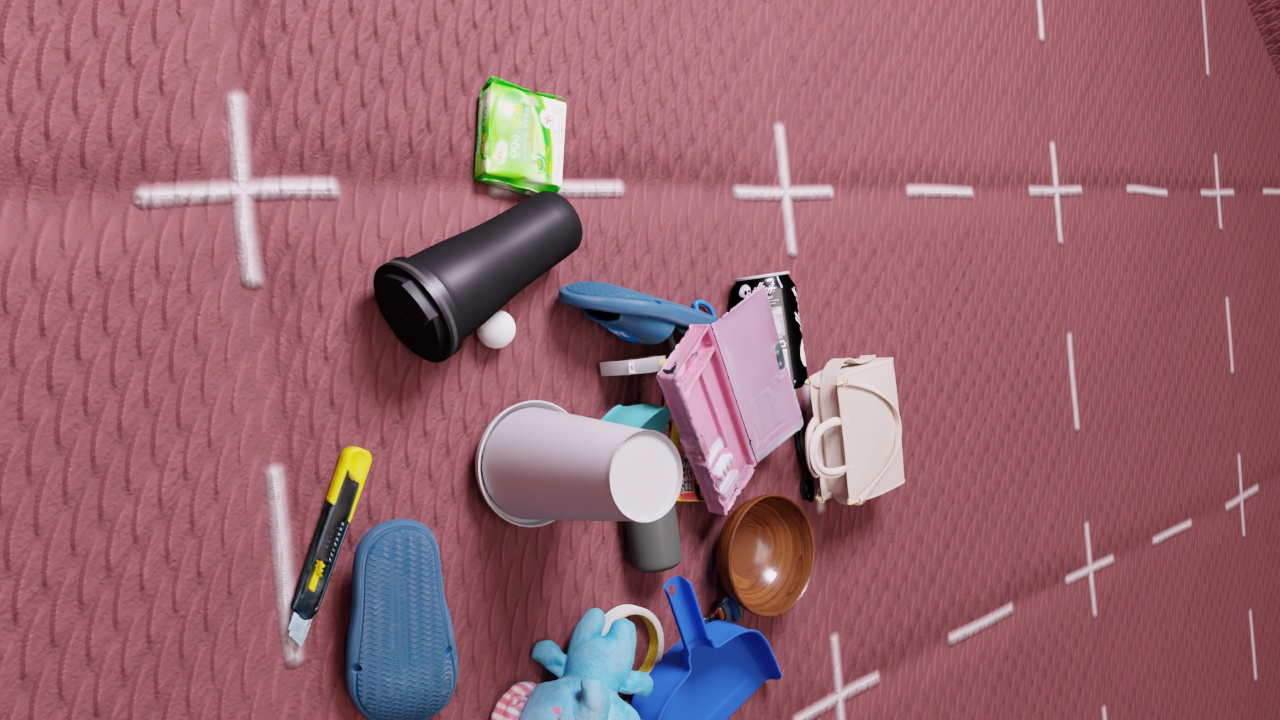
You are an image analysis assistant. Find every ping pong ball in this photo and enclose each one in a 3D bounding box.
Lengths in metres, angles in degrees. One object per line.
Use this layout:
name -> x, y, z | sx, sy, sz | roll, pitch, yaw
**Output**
ping pong ball -> -0.149, -0.033, 0.948 | 0.040, 0.040, 0.040 | 2, 87, -37

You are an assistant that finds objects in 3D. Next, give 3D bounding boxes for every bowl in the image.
bowl -> 0.141, 0.238, 1.139 | 0.147, 0.069, 0.147 | 2, 86, -37
bowl -> -0.021, 0.085, 1.021 | 0.046, 0.121, 0.120 | 39, 58, 15

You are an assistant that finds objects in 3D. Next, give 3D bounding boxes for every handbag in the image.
handbag -> 0.266, 0.096, 1.199 | 0.197, 0.101, 0.194 | -14, 99, -51

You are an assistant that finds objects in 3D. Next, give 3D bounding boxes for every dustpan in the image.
dustpan -> 0.060, 0.355, 1.058 | 0.244, 0.060, 0.258 | -32, 115, -33

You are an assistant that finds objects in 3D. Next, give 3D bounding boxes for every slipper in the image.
slipper -> 0.007, -0.045, 1.029 | 0.213, 0.104, 0.059 | 12, 93, -34
slipper -> -0.231, 0.249, 0.867 | 0.103, 0.059, 0.214 | -9, 105, -27

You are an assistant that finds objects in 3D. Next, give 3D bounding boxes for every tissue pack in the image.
tissue pack -> -0.126, -0.234, 0.978 | 0.099, 0.034, 0.114 | 6, 83, -35

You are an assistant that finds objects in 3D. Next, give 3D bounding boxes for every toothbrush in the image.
toothbrush -> 0.212, 0.098, 1.236 | 0.014, 0.017, 0.188 | -10, 91, -41

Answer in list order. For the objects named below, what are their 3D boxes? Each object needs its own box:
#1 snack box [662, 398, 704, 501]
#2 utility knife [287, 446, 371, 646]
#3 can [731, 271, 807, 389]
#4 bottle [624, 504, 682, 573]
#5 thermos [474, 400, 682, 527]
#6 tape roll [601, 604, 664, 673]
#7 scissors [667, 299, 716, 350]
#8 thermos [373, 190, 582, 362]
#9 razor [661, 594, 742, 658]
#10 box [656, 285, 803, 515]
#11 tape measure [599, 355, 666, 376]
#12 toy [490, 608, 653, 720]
snack box -> 0.060, 0.093, 1.105 | 0.075, 0.025, 0.152 | 8, 87, -37
utility knife -> -0.290, 0.170, 0.850 | 0.028, 0.020, 0.186 | 23, 76, -32
can -> 0.163, -0.035, 1.157 | 0.080, 0.080, 0.146 | -12, 95, -37
bottle -> 0.012, 0.184, 1.049 | 0.060, 0.060, 0.108 | -12, 96, -37
thermos -> -0.061, 0.105, 0.895 | 0.131, 0.222, 0.131 | 2, 87, -37
tape roll -> -0.015, 0.328, 1.050 | 0.093, 0.019, 0.094 | 2, 87, -37
scissors -> 0.074, -0.006, 1.132 | 0.096, 0.020, 0.133 | -23, 102, -31
thermos -> -0.155, -0.093, 0.914 | 0.218, 0.106, 0.106 | -40, 111, -36
razor -> 0.069, 0.330, 1.113 | 0.140, 0.018, 0.044 | -29, 115, -33
box -> 0.105, 0.047, 1.066 | 0.179, 0.051, 0.233 | -44, 132, -28
tape measure -> -0.006, 0.006, 1.040 | 0.064, 0.064, 0.017 | -8, 93, -41
toy -> -0.052, 0.354, 0.960 | 0.183, 0.115, 0.180 | 21, 72, -3
